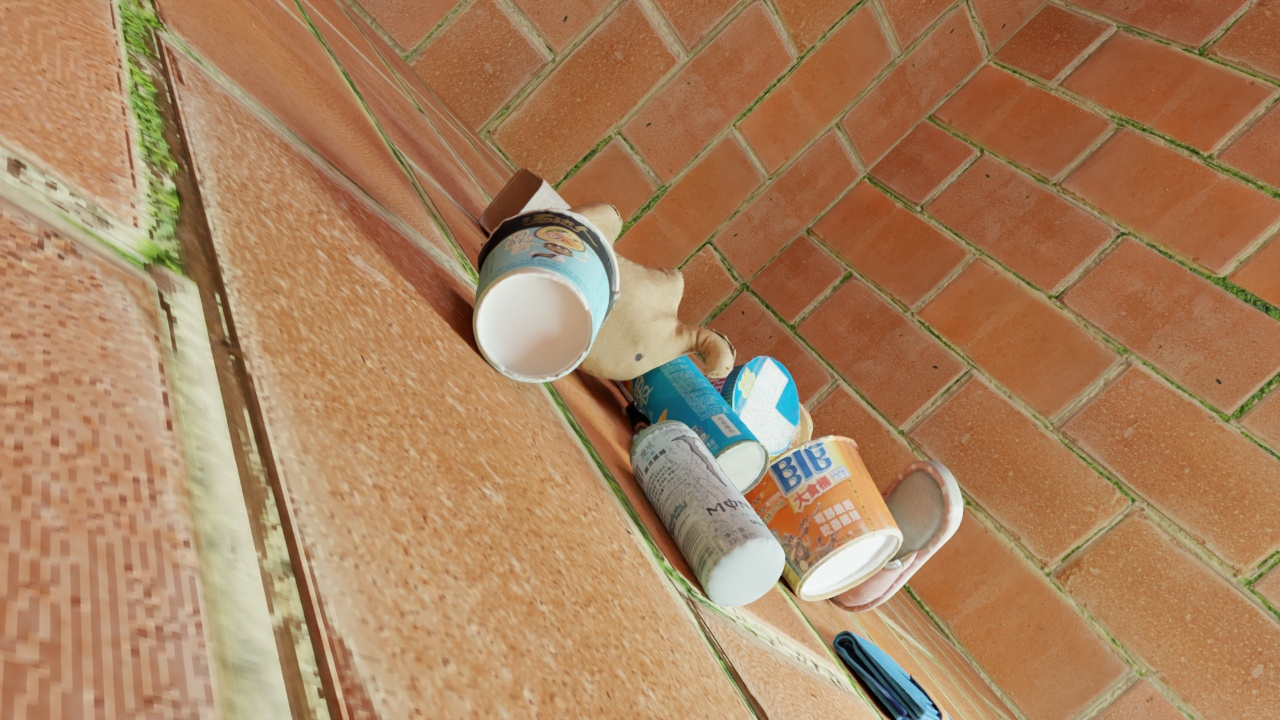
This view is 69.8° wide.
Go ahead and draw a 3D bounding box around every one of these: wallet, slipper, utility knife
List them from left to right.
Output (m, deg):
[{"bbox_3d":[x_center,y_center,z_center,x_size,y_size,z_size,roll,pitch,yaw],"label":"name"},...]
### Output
[{"bbox_3d":[-0.113,-0.112,1.061,0.219,0.022,0.031,46,-4,-20],"label":"utility knife"},{"bbox_3d":[0.254,0.198,1.004,0.275,0.054,0.114,119,-38,-52],"label":"slipper"},{"bbox_3d":[0.242,0.308,0.867,0.106,0.040,0.133,45,3,39],"label":"wallet"}]

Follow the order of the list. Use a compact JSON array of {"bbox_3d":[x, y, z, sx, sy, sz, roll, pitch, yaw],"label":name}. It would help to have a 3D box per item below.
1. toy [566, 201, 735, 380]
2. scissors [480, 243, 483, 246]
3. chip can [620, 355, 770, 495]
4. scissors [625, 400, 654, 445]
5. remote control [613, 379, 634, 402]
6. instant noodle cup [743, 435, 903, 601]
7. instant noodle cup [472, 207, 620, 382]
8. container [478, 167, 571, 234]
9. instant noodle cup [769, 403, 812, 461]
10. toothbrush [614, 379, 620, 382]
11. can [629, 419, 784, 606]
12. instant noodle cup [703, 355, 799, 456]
[{"bbox_3d":[-0.020,-0.044,0.850,0.226,0.143,0.082,44,-7,7],"label":"toy"},{"bbox_3d":[-0.104,-0.065,0.976,0.170,0.019,0.179,46,8,-9],"label":"scissors"},{"bbox_3d":[0.037,0.039,0.868,0.071,0.071,0.210,42,7,-46],"label":"chip can"},{"bbox_3d":[0.018,0.083,0.861,0.193,0.015,0.206,44,6,-37],"label":"scissors"},{"bbox_3d":[-0.006,0.006,1.030,0.021,0.058,0.150,43,6,-44],"label":"remote control"},{"bbox_3d":[0.186,0.166,0.936,0.151,0.151,0.111,40,17,-53],"label":"instant noodle cup"},{"bbox_3d":[-0.068,-0.041,0.639,0.111,0.111,0.120,46,12,-16],"label":"instant noodle cup"},{"bbox_3d":[-0.121,-0.161,1.124,0.111,0.090,0.090,39,1,-35],"label":"container"},{"bbox_3d":[0.177,0.118,1.333,0.138,0.138,0.110,49,-3,20],"label":"instant noodle cup"},{"bbox_3d":[-0.074,-0.042,1.047,0.029,0.021,0.189,-11,50,-45],"label":"toothbrush"},{"bbox_3d":[0.043,0.104,0.648,0.058,0.058,0.146,43,6,-37],"label":"can"},{"bbox_3d":[0.088,0.050,0.931,0.110,0.099,0.099,-9,-44,48],"label":"instant noodle cup"}]
